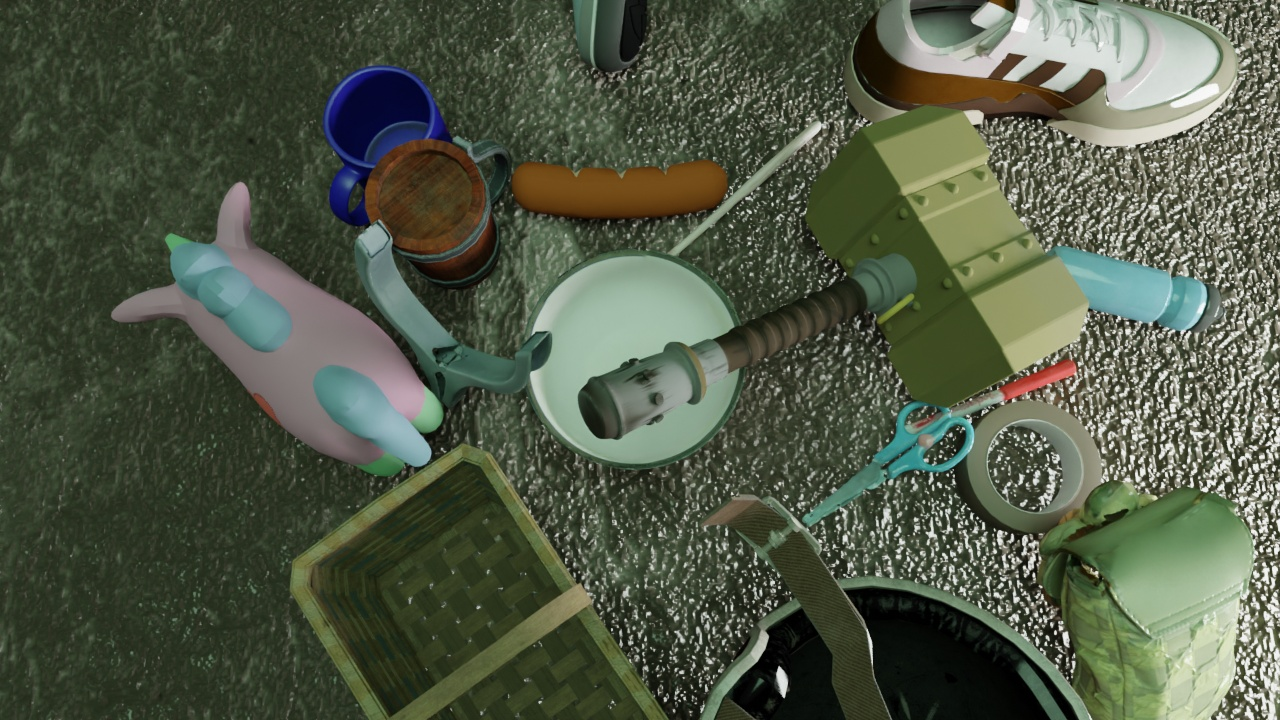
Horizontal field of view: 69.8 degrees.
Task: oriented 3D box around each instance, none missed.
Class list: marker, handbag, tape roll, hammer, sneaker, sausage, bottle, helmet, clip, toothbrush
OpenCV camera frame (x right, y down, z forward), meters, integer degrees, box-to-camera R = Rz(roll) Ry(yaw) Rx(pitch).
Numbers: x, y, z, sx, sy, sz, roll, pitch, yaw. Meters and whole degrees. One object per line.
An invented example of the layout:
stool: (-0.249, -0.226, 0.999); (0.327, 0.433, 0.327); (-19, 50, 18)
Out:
marker: (0.254, 0.030, 0.676); (0.142, 0.013, 0.012); (-21, 78, -3)
handbag: (0.314, 0.164, 0.597); (0.113, 0.117, 0.186); (-20, 116, -13)
tape roll: (0.275, 0.077, 0.656); (0.094, 0.030, 0.093); (0, 78, 1)
hammer: (0.107, -0.028, 0.593); (0.324, 0.101, 0.190); (-24, 78, -24)
sneaker: (-0.075, -0.349, 0.730); (0.160, 0.093, 0.256); (0, 79, 10)
sausage: (-0.016, -0.130, 0.700); (0.164, 0.039, 0.044); (-1, 78, 1)
bottle: (0.364, -0.051, 0.676); (0.130, 0.040, 0.040); (15, 79, 4)
helmet: (0.130, 0.232, 0.513); (0.233, 0.253, 0.234); (29, 95, 26)
clip: (-0.141, -0.034, 0.605); (0.164, 0.169, 0.031); (49, 56, -14)
toothbrush: (0.077, -0.124, 0.710); (0.181, 0.016, 0.018); (-43, 88, -7)
sneaker: (0.308, -0.238, 0.677); (0.294, 0.116, 0.111); (4, 78, 2)

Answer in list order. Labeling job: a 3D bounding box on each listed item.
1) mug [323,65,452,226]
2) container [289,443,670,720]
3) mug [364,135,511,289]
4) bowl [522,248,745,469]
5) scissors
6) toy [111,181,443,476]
mug: (-0.192, -0.150, 0.684); (0.079, 0.083, 0.111); (29, 80, 7)
container: (-0.093, 0.186, 0.559); (0.157, 0.186, 0.250); (-35, 80, -6)
mug: (-0.133, -0.113, 0.661); (0.081, 0.111, 0.117); (30, 80, 7)
bowl: (-0.004, 0.004, 0.655); (0.153, 0.073, 0.153); (0, 78, 2)
scissors: (0.172, 0.077, 0.656); (0.136, 0.015, 0.055); (-35, 62, 2)
toy: (-0.228, -0.008, 0.611); (0.222, 0.171, 0.120); (32, 78, 41)
